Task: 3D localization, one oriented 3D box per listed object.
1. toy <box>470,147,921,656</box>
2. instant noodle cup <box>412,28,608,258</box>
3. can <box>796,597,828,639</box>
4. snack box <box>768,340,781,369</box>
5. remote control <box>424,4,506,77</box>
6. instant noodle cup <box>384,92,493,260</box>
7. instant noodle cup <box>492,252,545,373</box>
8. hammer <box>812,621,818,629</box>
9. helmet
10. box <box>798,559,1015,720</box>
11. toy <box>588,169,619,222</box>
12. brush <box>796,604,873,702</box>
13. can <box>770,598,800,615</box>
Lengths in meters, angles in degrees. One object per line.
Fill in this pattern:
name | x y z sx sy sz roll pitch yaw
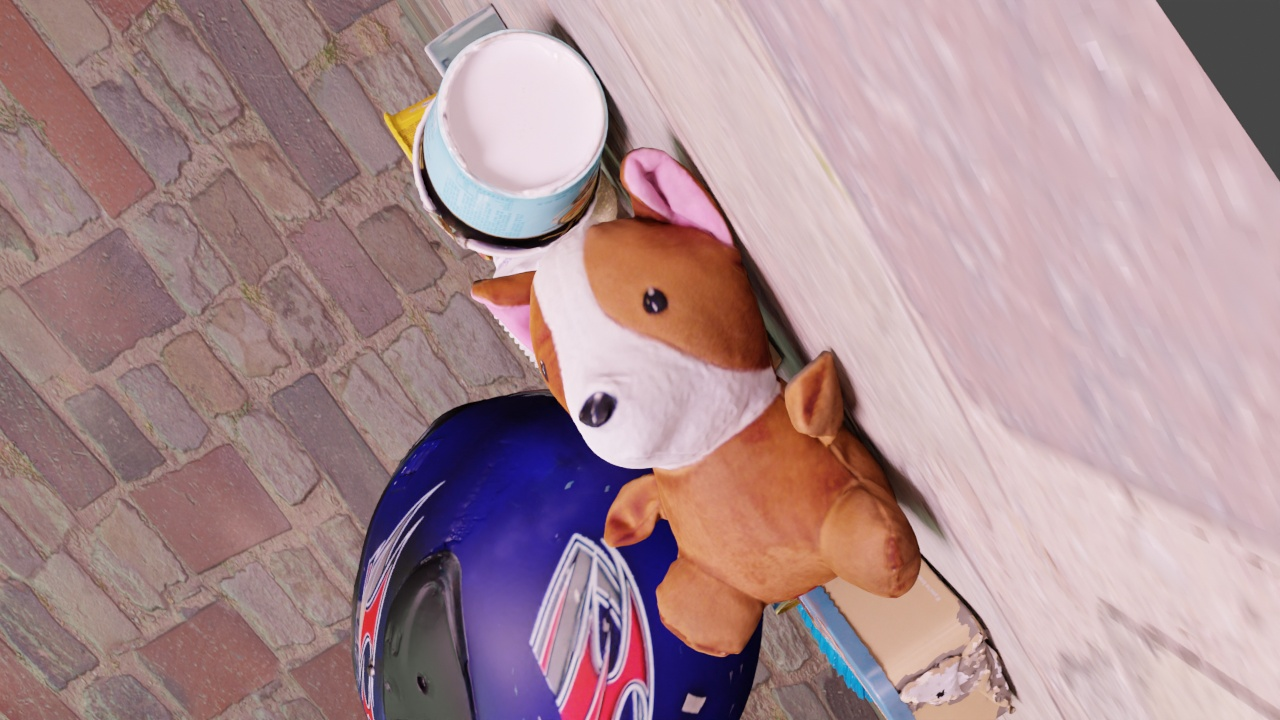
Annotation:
toy | 0.018 0.022 0.382 0.199 0.140 0.130 59 -154 -1
instant noodle cup | -0.065 -0.112 0.476 0.111 0.111 0.120 56 171 -8
can | 0.108 0.115 0.623 0.147 0.058 0.058 54 178 37
snack box | 0.016 -0.010 0.492 0.092 0.077 0.094 55 179 9
remote control | -0.091 -0.176 0.648 0.135 0.056 0.019 57 178 -22
instant noodle cup | -0.122 -0.170 0.744 0.138 0.110 0.138 56 178 3
instant noodle cup | -0.040 -0.025 0.689 0.138 0.060 0.173 -21 113 48
hammer | 0.082 0.119 0.778 0.032 0.126 0.323 16 -170 -25
helmet | -0.046 0.180 0.598 0.246 0.316 0.241 -6 -157 -45
box | 0.114 0.118 0.492 0.090 0.061 0.184 57 176 -31
toy | -0.028 -0.093 0.579 0.157 0.066 0.104 52 -139 -2
brush | 0.155 0.188 0.923 0.314 0.060 0.109 57 174 27
can | 0.124 0.164 0.839 0.111 0.075 0.075 55 179 23
